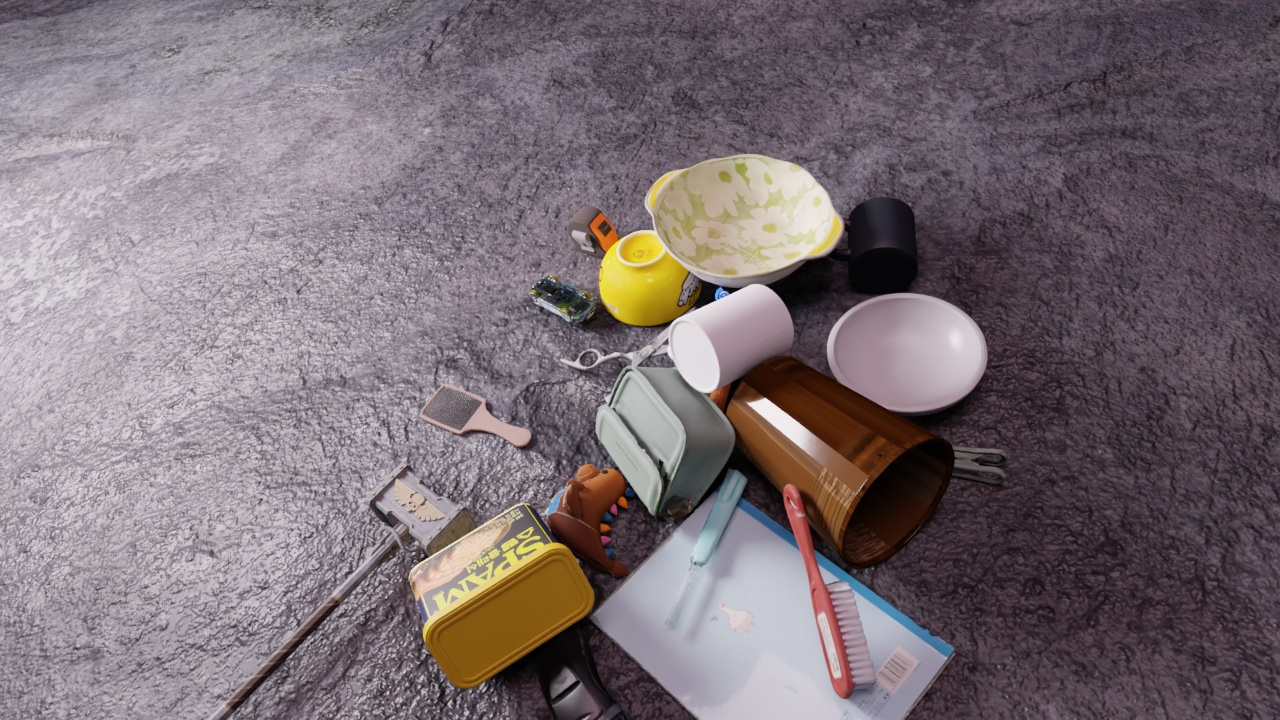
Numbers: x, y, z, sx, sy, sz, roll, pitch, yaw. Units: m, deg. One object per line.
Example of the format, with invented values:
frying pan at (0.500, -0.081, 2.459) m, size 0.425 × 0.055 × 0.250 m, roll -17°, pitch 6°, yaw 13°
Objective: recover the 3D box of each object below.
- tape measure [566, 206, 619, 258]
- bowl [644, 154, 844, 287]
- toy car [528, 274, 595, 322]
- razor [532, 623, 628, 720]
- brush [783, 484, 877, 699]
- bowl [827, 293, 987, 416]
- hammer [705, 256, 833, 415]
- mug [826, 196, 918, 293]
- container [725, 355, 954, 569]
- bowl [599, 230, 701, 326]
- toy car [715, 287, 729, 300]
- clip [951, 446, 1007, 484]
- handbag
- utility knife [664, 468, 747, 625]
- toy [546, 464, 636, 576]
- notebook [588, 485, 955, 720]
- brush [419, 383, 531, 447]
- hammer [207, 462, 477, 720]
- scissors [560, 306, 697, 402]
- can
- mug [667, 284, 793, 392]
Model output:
tape measure at (-0.059, -0.150, 1.093) m, size 0.058 × 0.059 × 0.038 m, roll 21°, pitch 58°, yaw 30°
bowl at (0.111, -0.140, 0.994) m, size 0.219 × 0.060 × 0.188 m, roll 20°, pitch 57°, yaw 23°
toy car at (-0.088, -0.068, 1.051) m, size 0.090 × 0.027 × 0.038 m, roll 30°, pitch 60°, yaw 32°
razor at (-0.052, 0.266, 0.758) m, size 0.053 × 0.064 × 0.140 m, roll -38°, pitch 38°, yaw 1°
brush at (0.152, 0.181, 0.741) m, size 0.030 × 0.041 × 0.172 m, roll -10°, pitch 70°, yaw -10°
bowl at (0.261, 0.002, 0.905) m, size 0.149 × 0.043 × 0.149 m, roll -6°, pitch 50°, yaw 8°
hammer at (0.115, -0.023, 0.966) m, size 0.138 × 0.035 × 0.313 m, roll 7°, pitch 54°, yaw 18°
mug at (0.244, -0.127, 0.990) m, size 0.105 × 0.071 × 0.077 m, roll 9°, pitch 52°, yaw 1°
container at (0.166, 0.080, 0.814) m, size 0.132 × 0.132 × 0.167 m, roll -35°, pitch 47°, yaw -16°
bowl at (0.007, -0.103, 1.032) m, size 0.117 × 0.068 × 0.117 m, roll -6°, pitch 50°, yaw 8°
toy car at (0.082, -0.024, 0.935) m, size 0.062 × 0.033 × 0.092 m, roll -33°, pitch 56°, yaw 2°
clip at (0.295, 0.093, 0.837) m, size 0.076 × 0.023 × 0.042 m, roll 7°, pitch 54°, yaw 20°
handbag at (0.017, 0.073, 0.861) m, size 0.067 × 0.106 × 0.122 m, roll 3°, pitch 34°, yaw -39°
utility knife at (0.058, 0.164, 0.821) m, size 0.022 × 0.015 × 0.165 m, roll 13°, pitch 53°, yaw 24°
toy at (-0.035, 0.148, 0.858) m, size 0.103 × 0.071 × 0.090 m, roll 42°, pitch 54°, yaw 11°
notebook at (0.105, 0.231, 0.773) m, size 0.180 × 0.009 × 0.253 m, roll -41°, pitch 54°, yaw -21°
brush at (-0.173, 0.060, 0.972) m, size 0.136 × 0.015 × 0.049 m, roll 19°, pitch 58°, yaw 26°
hammer at (-0.296, 0.237, 0.835) m, size 0.098 × 0.044 × 0.321 m, roll 28°, pitch 62°, yaw 30°
scissors at (-0.008, -0.010, 0.977) m, size 0.158 × 0.014 × 0.141 m, roll 21°, pitch 73°, yaw 32°
can at (-0.124, 0.197, 0.791) m, size 0.135 × 0.075 × 0.104 m, roll -30°, pitch 25°, yaw -13°
mug at (0.075, -0.020, 0.867) m, size 0.090 × 0.074 × 0.111 m, roll -25°, pitch 11°, yaw -27°
